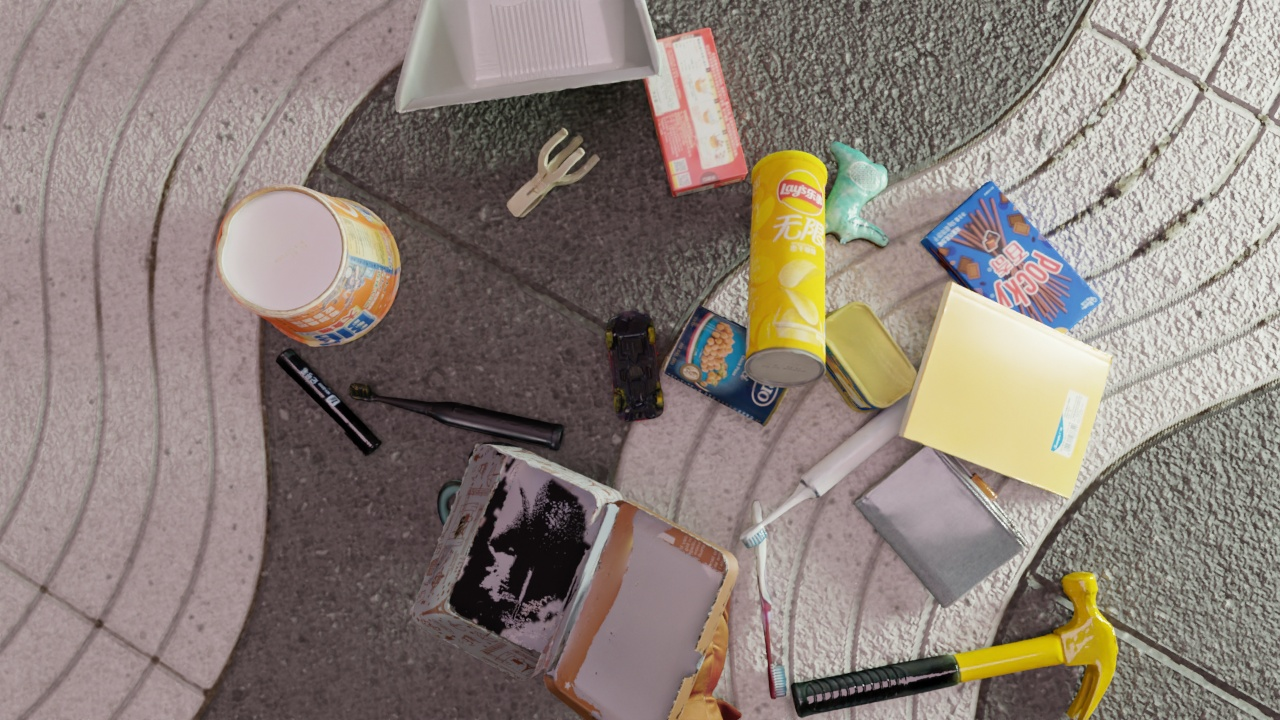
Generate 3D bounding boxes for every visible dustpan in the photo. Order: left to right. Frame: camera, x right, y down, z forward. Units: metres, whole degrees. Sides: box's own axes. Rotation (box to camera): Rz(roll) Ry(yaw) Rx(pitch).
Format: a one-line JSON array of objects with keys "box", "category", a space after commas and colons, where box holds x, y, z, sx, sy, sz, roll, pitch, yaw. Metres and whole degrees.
[{"box": [-0.103, -0.320, 0.831, 0.223, 0.257, 0.143, -8, 109, 2], "category": "dustpan"}]

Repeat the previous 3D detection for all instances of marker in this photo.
[{"box": [-0.306, 0.041, 0.898, 0.132, 0.020, 0.022, 45, 118, 3], "category": "marker"}]

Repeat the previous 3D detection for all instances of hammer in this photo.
[{"box": [0.290, 0.288, 0.851, 0.301, 0.033, 0.128, -11, 84, 1], "category": "hammer"}]

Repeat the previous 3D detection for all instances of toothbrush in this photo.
[{"box": [-0.180, 0.052, 0.888, 0.213, 0.027, 0.026, 13, 49, 3], "category": "toothbrush"}, {"box": [0.122, 0.226, 0.870, 0.017, 0.016, 0.187, -5, 86, -6], "category": "toothbrush"}, {"box": [0.182, 0.102, 0.865, 0.221, 0.027, 0.026, -38, 99, -4], "category": "toothbrush"}]

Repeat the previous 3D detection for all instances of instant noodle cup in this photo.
[{"box": [-0.315, -0.093, 0.861, 0.151, 0.111, 0.151, 0, 86, 2], "category": "instant noodle cup"}]

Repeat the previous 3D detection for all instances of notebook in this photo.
[{"box": [0.338, 0.031, 0.836, 0.206, 0.010, 0.146, 19, 87, -21], "category": "notebook"}]

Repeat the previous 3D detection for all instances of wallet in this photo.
[{"box": [0.282, 0.149, 0.859, 0.107, 0.037, 0.129, -41, 84, 10], "category": "wallet"}]

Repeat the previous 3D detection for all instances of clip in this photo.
[{"box": [-0.087, -0.184, 0.884, 0.101, 0.096, 0.035, -37, 85, -12], "category": "clip"}]

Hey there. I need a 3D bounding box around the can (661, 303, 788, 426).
[{"box": [0.084, 0.003, 0.857, 0.111, 0.075, 0.075, 27, 87, 4], "category": "can"}]

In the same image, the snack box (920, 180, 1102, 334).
[{"box": [0.353, -0.086, 0.877, 0.084, 0.026, 0.157, -41, 85, -2], "category": "snack box"}]

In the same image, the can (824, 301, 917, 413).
[{"box": [0.203, -0.002, 0.849, 0.057, 0.083, 0.102, -36, 86, -1], "category": "can"}]

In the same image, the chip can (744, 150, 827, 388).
[{"box": [0.131, -0.085, 0.825, 0.072, 0.072, 0.213, 5, 62, 2], "category": "chip can"}]

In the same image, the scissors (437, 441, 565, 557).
[{"box": [-0.127, 0.172, 0.882, 0.129, 0.019, 0.185, -32, 84, 0], "category": "scissors"}]

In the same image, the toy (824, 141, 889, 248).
[{"box": [0.207, -0.152, 0.888, 0.096, 0.030, 0.092, 29, 92, -3], "category": "toy"}]

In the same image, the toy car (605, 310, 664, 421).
[{"box": [-0.005, 0.005, 0.882, 0.049, 0.031, 0.106, -8, 87, 1], "category": "toy car"}]

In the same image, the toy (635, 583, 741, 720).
[{"box": [0.028, 0.292, 0.828, 0.131, 0.140, 0.199, -2, 82, 43], "category": "toy"}]

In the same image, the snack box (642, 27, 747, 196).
[{"box": [0.050, -0.243, 0.901, 0.075, 0.025, 0.153, -14, 86, 0], "category": "snack box"}]

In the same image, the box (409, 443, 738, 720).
[{"box": [-0.054, 0.198, 0.788, 0.261, 0.102, 0.178, 21, 89, 19], "category": "box"}]
